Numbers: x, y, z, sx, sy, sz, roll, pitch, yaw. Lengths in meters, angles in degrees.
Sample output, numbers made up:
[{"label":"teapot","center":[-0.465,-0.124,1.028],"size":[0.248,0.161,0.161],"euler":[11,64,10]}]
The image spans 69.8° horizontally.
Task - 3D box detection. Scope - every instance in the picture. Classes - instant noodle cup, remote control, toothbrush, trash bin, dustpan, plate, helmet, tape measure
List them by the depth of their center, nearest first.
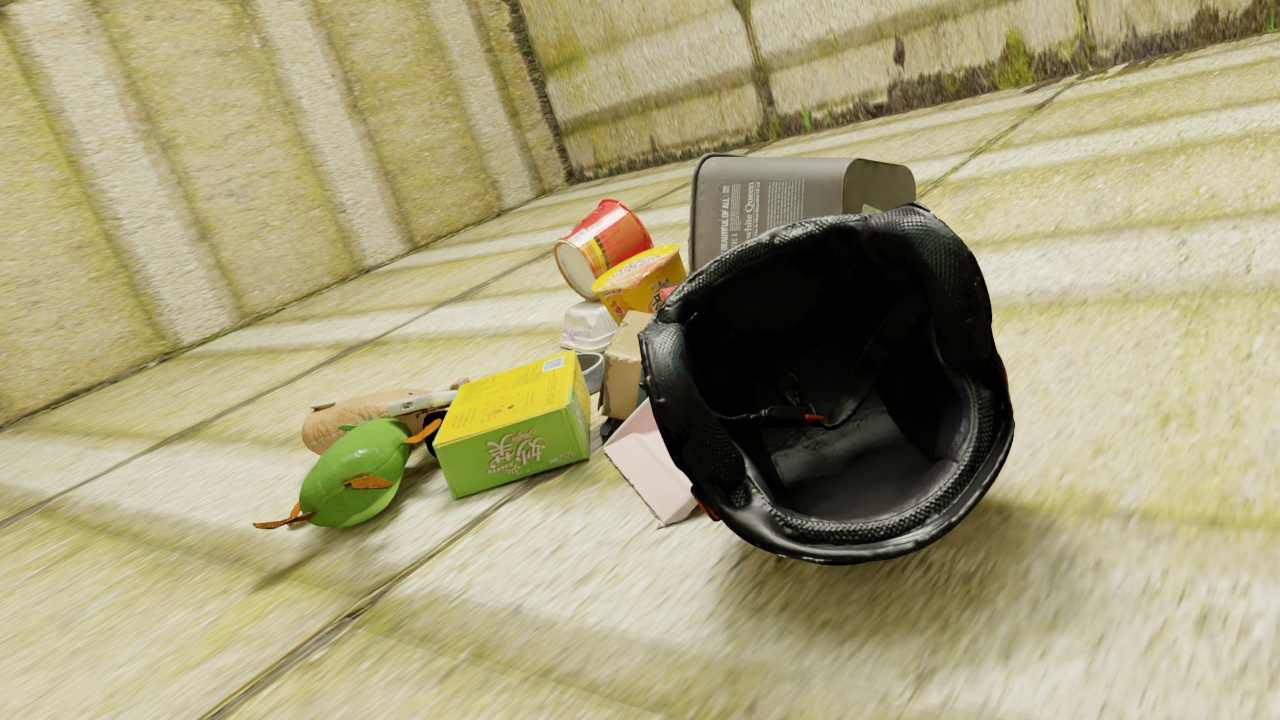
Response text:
[{"label":"helmet","center":[0.134,0.028,0.656],"size":[0.233,0.230,0.274],"euler":[-25,58,5]},{"label":"dustpan","center":[0.084,0.013,0.894],"size":[0.273,0.139,0.222],"euler":[-22,18,-14]},{"label":"toothbrush","center":[-0.028,0.058,1.087],"size":[0.014,0.017,0.188],"euler":[-3,16,8]},{"label":"remote control","center":[-0.258,0.052,1.114],"size":[0.056,0.020,0.136],"euler":[-15,-2,6]},{"label":"tape measure","center":[-0.239,0.089,1.120],"size":[0.039,0.058,0.057],"euler":[-13,-4,5]},{"label":"trash bin","center":[0.201,-0.161,1.134],"size":[0.198,0.199,0.220],"euler":[-4,8,-42]},{"label":"plate","center":[-0.102,0.019,1.256],"size":[0.179,0.024,0.179],"euler":[-17,17,5]},{"label":"instant noodle cup","center":[0.014,-0.085,1.296],"size":[0.138,0.110,0.138],"euler":[-24,17,8]},{"label":"instant noodle cup","center":[-0.062,-0.166,1.416],"size":[0.108,0.138,0.138],"euler":[-35,23,-24]},{"label":"instant noodle cup","center":[-0.038,-0.074,1.423],"size":[0.173,0.060,0.138],"euler":[-27,20,-24]}]

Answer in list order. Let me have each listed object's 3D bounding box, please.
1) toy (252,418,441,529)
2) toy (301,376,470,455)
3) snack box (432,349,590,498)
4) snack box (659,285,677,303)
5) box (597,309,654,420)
[{"label":"toy","center":[-0.317,0.126,1.031],"size":[0.227,0.090,0.246],"euler":[-28,12,9]},{"label":"toy","center":[-0.335,0.075,1.215],"size":[0.226,0.082,0.143],"euler":[-15,5,6]},{"label":"snack box","center":[-0.142,0.068,1.067],"size":[0.158,0.070,0.210],"euler":[-17,17,3]},{"label":"snack box","center":[0.092,-0.035,1.038],"size":[0.127,0.113,0.044],"euler":[-13,23,-17]},{"label":"box","center":[-0.006,0.006,1.074],"size":[0.059,0.090,0.184],"euler":[9,24,5]}]
